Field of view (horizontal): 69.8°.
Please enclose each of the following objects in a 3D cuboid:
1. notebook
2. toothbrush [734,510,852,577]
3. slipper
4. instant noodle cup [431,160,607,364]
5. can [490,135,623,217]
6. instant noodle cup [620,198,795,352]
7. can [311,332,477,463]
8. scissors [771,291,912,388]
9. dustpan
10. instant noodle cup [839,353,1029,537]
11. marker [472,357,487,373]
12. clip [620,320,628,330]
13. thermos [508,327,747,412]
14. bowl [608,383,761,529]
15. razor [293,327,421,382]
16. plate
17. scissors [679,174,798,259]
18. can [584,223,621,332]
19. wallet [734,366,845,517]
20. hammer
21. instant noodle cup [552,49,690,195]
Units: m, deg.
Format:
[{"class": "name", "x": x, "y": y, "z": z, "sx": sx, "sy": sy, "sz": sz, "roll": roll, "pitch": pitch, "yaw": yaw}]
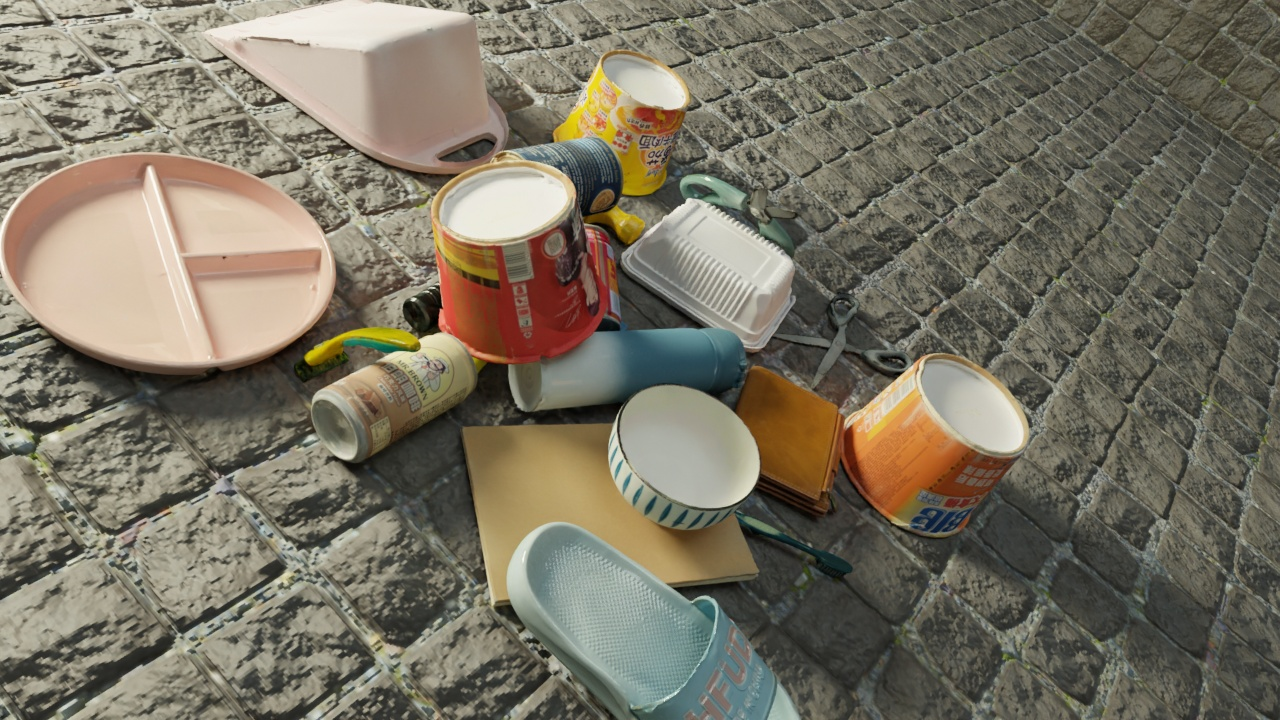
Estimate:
[{"class": "notebook", "x": -0.024, "y": 0.110, "z": 0.712, "sx": 0.211, "sy": 0.012, "sz": 0.149, "roll": 0, "pitch": 50, "yaw": -25}, {"class": "toothbrush", "x": 0.088, "y": 0.137, "z": 0.761, "sx": 0.191, "sy": 0.018, "sz": 0.016, "roll": 25, "pitch": 43, "yaw": -3}, {"class": "slipper", "x": 0.019, "y": 0.194, "z": 0.607, "sx": 0.245, "sy": 0.074, "sz": 0.103, "roll": 41, "pitch": 46, "yaw": 3}, {"class": "instant noodle cup", "x": -0.096, "y": -0.082, "z": 0.715, "sx": 0.138, "sy": 0.109, "sz": 0.137, "roll": -2, "pitch": 45, "yaw": 2}, {"class": "can", "x": -0.081, "y": -0.167, "z": 0.866, "sx": 0.110, "sy": 0.075, "sz": 0.075, "roll": -22, "pitch": 63, "yaw": -42}, {"class": "instant noodle cup", "x": 0.081, "y": -0.099, "z": 0.951, "sx": 0.173, "sy": 0.060, "sz": 0.137, "roll": 33, "pitch": 41, "yaw": 8}, {"class": "can", "x": -0.181, "y": 0.026, "z": 0.682, "sx": 0.058, "sy": 0.059, "sz": 0.116, "roll": 42, "pitch": 42, "yaw": 13}, {"class": "scissors", "x": 0.213, "y": -0.021, "z": 0.989, "sx": 0.180, "sy": 0.014, "sz": 0.159, "roll": 13, "pitch": 45, "yaw": -17}, {"class": "dustpan", "x": -0.280, "y": -0.289, "z": 0.973, "sx": 0.274, "sy": 0.139, "sz": 0.221, "roll": 17, "pitch": 36, "yaw": 28}, {"class": "instant noodle cup", "x": 0.278, "y": 0.073, "z": 0.858, "sx": 0.151, "sy": 0.112, "sz": 0.151, "roll": 16, "pitch": 43, "yaw": -16}, {"class": "marker", "x": -0.129, "y": -0.014, "z": 0.785, "sx": 0.018, "sy": 0.015, "sz": 0.123, "roll": 32, "pitch": 38, "yaw": 0}, {"class": "clip", "x": -0.039, "y": -0.040, "z": 0.860, "sx": 0.026, "sy": 0.039, "sz": 0.058, "roll": -25, "pitch": 66, "yaw": -41}, {"class": "thermos", "x": -0.005, "y": 0.005, "z": 0.801, "sx": 0.220, "sy": 0.070, "sz": 0.070, "roll": -4, "pitch": 52, "yaw": -33}, {"class": "bowl", "x": 0.027, "y": 0.082, "z": 0.705, "sx": 0.116, "sy": 0.066, "sz": 0.116, "roll": 13, "pitch": 46, "yaw": -14}, {"class": "razor", "x": -0.202, "y": -0.009, "z": 0.664, "sx": 0.043, "sy": 0.133, "sz": 0.028, "roll": -28, "pitch": 106, "yaw": -46}, {"class": "plate", "x": -0.355, "y": -0.076, "z": 0.705, "sx": 0.229, "sy": 0.028, "sz": 0.229, "roll": 16, "pitch": 44, "yaw": -17}, {"class": "scissors", "x": 0.123, "y": -0.146, "z": 0.979, "sx": 0.179, "sy": 0.019, "sz": 0.173, "roll": 43, "pitch": -14, "yaw": -36}, {"class": "can", "x": -0.053, "y": -0.068, "z": 0.821, "sx": 0.066, "sy": 0.067, "sz": 0.093, "roll": 5, "pitch": 66, "yaw": -26}, {"class": "wallet", "x": 0.139, "y": 0.073, "z": 0.836, "sx": 0.119, "sy": 0.035, "sz": 0.130, "roll": 28, "pitch": 43, "yaw": -2}, {"class": "hammer", "x": -0.115, "y": -0.108, "z": 0.869, "sx": 0.129, "sy": 0.033, "sz": 0.299, "roll": 36, "pitch": 42, "yaw": 8}, {"class": "instant noodle cup", "x": -0.014, "y": -0.271, "z": 1.029, "sx": 0.138, "sy": 0.110, "sz": 0.137, "roll": 15, "pitch": 45, "yaw": -16}]
